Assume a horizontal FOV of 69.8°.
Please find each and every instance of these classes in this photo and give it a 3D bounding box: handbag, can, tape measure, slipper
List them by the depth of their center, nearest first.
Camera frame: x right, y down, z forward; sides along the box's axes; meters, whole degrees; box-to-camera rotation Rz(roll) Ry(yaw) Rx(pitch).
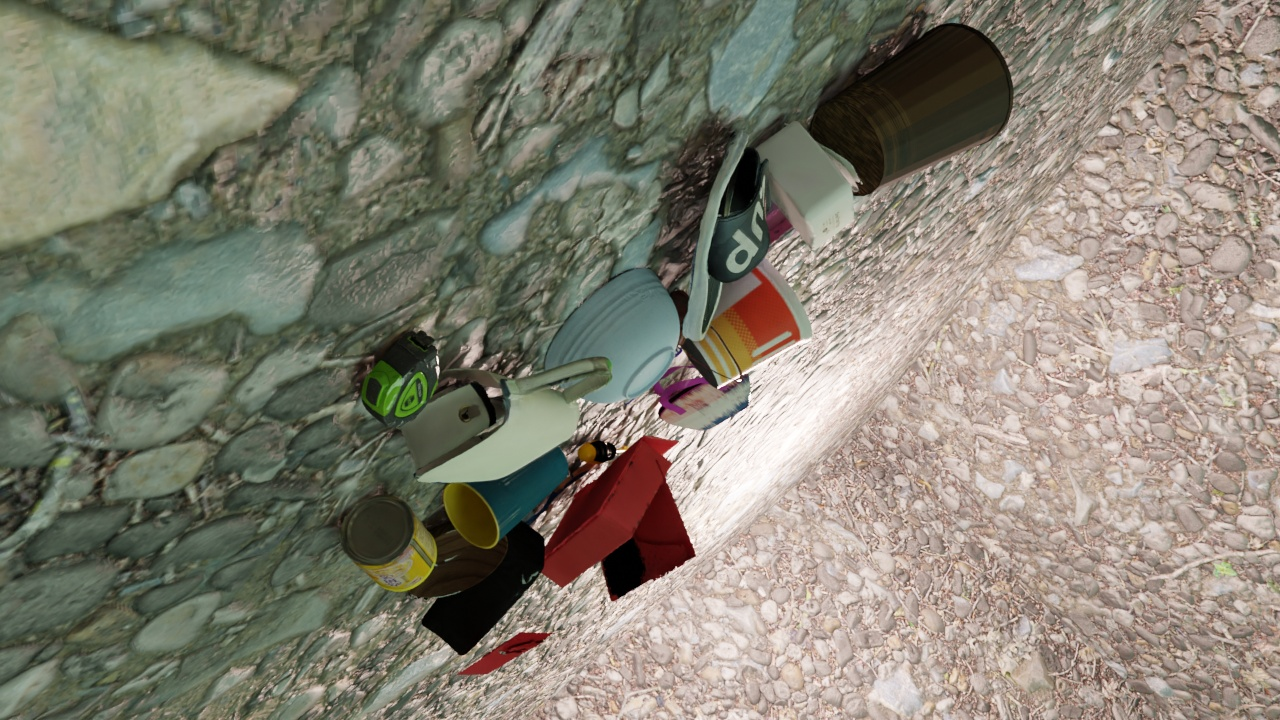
[{"bbox_3d":[-0.177,0.016,0.670,0.058,0.036,0.066,-45,161,-33],"label":"tape measure"},{"bbox_3d":[-0.102,0.035,0.780,0.176,0.074,0.151,-30,164,16],"label":"handbag"},{"bbox_3d":[-0.228,0.168,0.838,0.067,0.067,0.105,-39,161,-17],"label":"can"},{"bbox_3d":[0.087,-0.109,0.862,0.264,0.063,0.111,101,10,-56],"label":"slipper"},{"bbox_3d":[0.065,-0.019,0.985,0.055,0.119,0.029,-48,162,9],"label":"handbag"},{"bbox_3d":[-0.198,0.253,1.110,0.154,0.114,0.125,-51,-175,9],"label":"handbag"},{"bbox_3d":[0.072,0.041,1.234,0.145,0.068,0.169,-32,158,18],"label":"handbag"}]

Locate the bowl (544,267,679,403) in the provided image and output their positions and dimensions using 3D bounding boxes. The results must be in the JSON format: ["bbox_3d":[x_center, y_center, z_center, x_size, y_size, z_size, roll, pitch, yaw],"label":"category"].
[{"bbox_3d":[-0.014,-0.011,0.904,0.150,0.075,0.151,-39,161,-17],"label":"bowl"}]

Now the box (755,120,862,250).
[{"bbox_3d":[0.176,-0.184,0.893,0.102,0.102,0.108,-35,163,4],"label":"box"}]

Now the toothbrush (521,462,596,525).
[{"bbox_3d":[-0.104,0.169,1.207,0.134,0.017,0.022,-41,166,-20],"label":"toothbrush"}]

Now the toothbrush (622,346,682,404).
[{"bbox_3d":[0.044,-0.014,1.125,0.187,0.015,0.016,-46,157,3],"label":"toothbrush"}]

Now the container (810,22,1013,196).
[{"bbox_3d":[0.269,-0.249,0.936,0.167,0.132,0.132,-31,159,-21],"label":"container"}]

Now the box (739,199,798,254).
[{"bbox_3d":[0.181,-0.168,1.005,0.230,0.063,0.085,-39,161,-19],"label":"box"}]

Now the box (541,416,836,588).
[{"bbox_3d":[0.053,0.171,1.266,0.424,0.128,0.213,-16,160,-39],"label":"box"}]

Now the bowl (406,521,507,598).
[{"bbox_3d":[-0.206,0.208,1.000,0.119,0.032,0.119,-20,140,-18],"label":"bowl"}]

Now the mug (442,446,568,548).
[{"bbox_3d":[-0.136,0.132,0.961,0.121,0.078,0.078,-34,160,-44],"label":"mug"}]

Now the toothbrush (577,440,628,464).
[{"bbox_3d":[-0.044,0.120,1.209,0.031,0.031,0.196,-16,172,14],"label":"toothbrush"}]

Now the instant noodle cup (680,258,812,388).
[{"bbox_3d":[0.111,-0.040,1.058,0.121,0.123,0.123,-35,161,-6],"label":"instant noodle cup"}]
